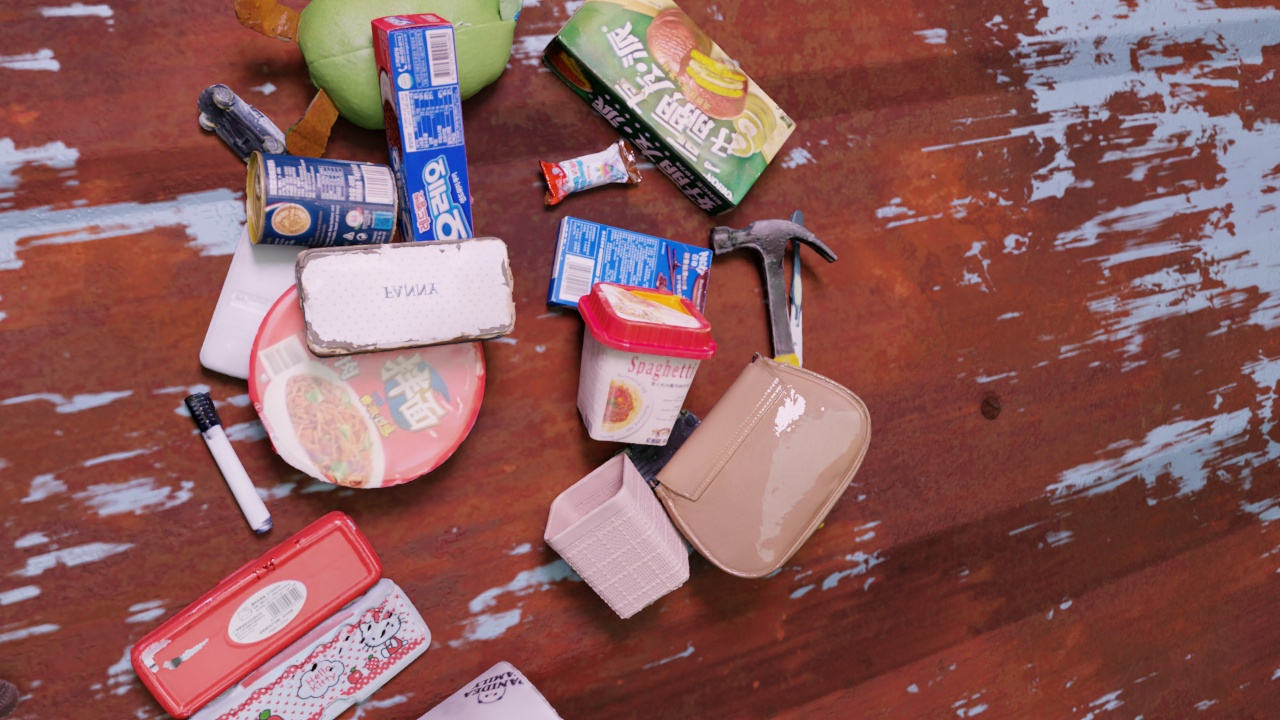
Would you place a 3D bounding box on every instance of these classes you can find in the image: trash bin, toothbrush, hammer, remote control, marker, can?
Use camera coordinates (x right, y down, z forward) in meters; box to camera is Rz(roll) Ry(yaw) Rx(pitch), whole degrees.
[{"bbox_3d":[-0.156,0.395,0.730,0.251,0.230,0.229,-36,99,-25],"label":"trash bin"},{"bbox_3d":[0.163,-0.064,0.975,0.016,0.018,0.191,2,89,-18],"label":"toothbrush"},{"bbox_3d":[0.155,0.015,0.947,0.126,0.032,0.323,-8,93,-3],"label":"hammer"},{"bbox_3d":[-0.329,-0.052,0.786,0.056,0.020,0.136,18,79,-20],"label":"remote control"},{"bbox_3d":[-0.345,0.086,0.775,0.022,0.018,0.131,-30,97,-29],"label":"marker"},{"bbox_3d":[-0.268,-0.133,0.775,0.111,0.075,0.075,-1,87,-31],"label":"can"}]

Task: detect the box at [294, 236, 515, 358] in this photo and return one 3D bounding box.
[{"bbox_3d":[-0.184,-0.053,0.753,0.184,0.060,0.090,-5,89,-23],"label":"box"}]

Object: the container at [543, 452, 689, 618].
[{"bbox_3d":[-0.017,0.164,0.845,0.090,0.090,0.111,-35,104,11],"label":"container"}]

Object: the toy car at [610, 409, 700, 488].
[{"bbox_3d":[0.016,0.089,0.901,0.105,0.031,0.049,-34,103,-16],"label":"toy car"}]

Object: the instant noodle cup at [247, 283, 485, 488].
[{"bbox_3d":[-0.236,0.012,0.795,0.193,0.066,0.193,1,87,-22],"label":"instant noodle cup"}]

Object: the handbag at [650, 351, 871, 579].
[{"bbox_3d":[0.117,0.100,0.870,0.148,0.100,0.204,39,85,7],"label":"handbag"}]

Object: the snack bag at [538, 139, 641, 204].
[{"bbox_3d":[-0.051,-0.183,0.894,0.105,0.026,0.045,-20,91,-22],"label":"snack bag"}]

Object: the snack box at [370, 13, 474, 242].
[{"bbox_3d":[-0.181,-0.180,0.778,0.057,0.058,0.208,-16,124,-24],"label":"snack box"}]

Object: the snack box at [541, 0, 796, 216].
[{"bbox_3d":[0.030,-0.265,0.908,0.240,0.063,0.114,41,76,-15],"label":"snack box"}]

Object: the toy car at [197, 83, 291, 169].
[{"bbox_3d":[-0.335,-0.196,0.782,0.090,0.043,0.034,45,46,-16],"label":"toy car"}]

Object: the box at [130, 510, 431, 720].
[{"bbox_3d":[-0.296,0.242,0.775,0.200,0.038,0.158,-35,100,-20],"label":"box"}]

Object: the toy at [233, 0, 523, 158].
[{"bbox_3d":[-0.214,-0.273,0.804,0.246,0.090,0.227,-23,111,-26],"label":"toy"}]

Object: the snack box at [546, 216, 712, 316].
[{"bbox_3d":[-0.009,-0.083,0.903,0.157,0.026,0.084,11,84,-20],"label":"snack box"}]

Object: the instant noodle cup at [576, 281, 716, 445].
[{"bbox_3d":[-0.005,0.005,0.848,0.116,0.116,0.124,7,114,-19],"label":"instant noodle cup"}]
